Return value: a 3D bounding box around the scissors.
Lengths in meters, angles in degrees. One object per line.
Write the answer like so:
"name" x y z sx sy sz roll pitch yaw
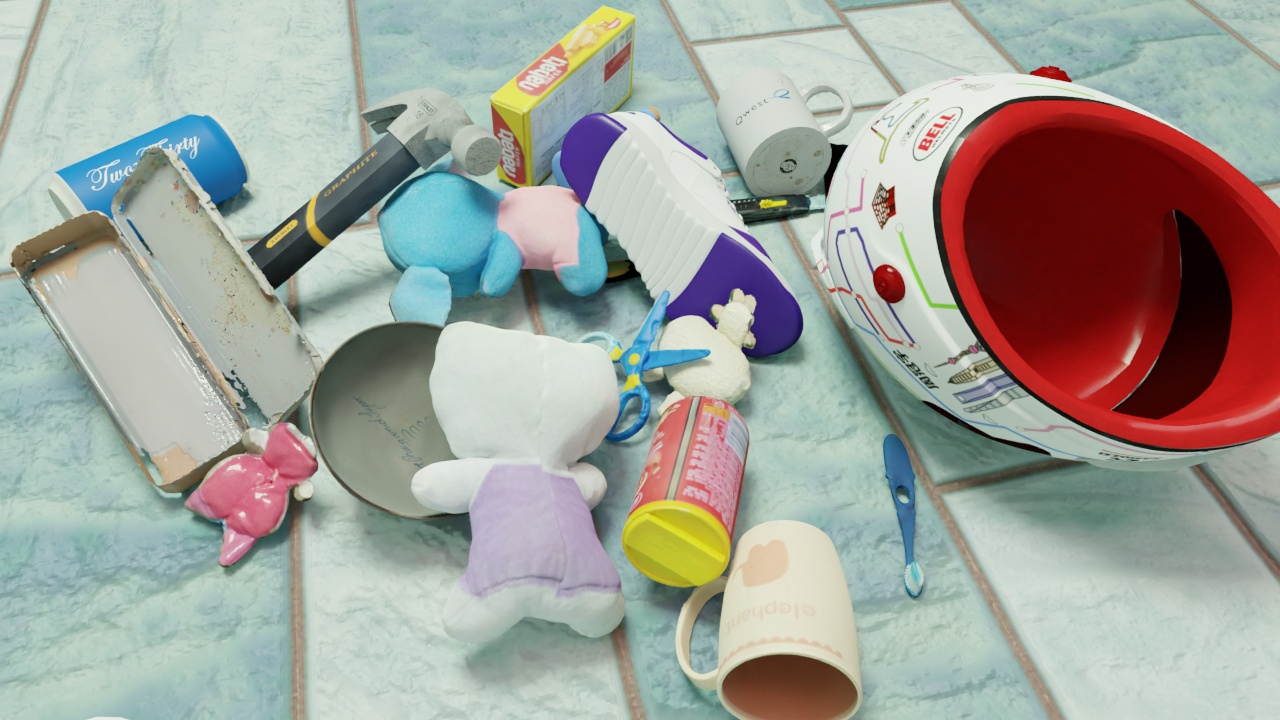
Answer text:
"scissors" -0.007 0.001 0.701 0.131 0.014 0.125 17 76 32

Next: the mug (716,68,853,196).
"mug" 0.141 -0.223 0.869 0.120 0.083 0.096 -26 49 12

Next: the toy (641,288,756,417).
"toy" 0.049 -0.001 0.702 0.112 0.050 0.087 -41 58 -3

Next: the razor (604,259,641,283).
"razor" 0.030 -0.090 0.802 0.144 0.021 0.044 -13 62 -14

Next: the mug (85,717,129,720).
"mug" -0.265 0.245 0.463 0.090 0.076 0.124 -27 55 -23

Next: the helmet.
"helmet" 0.275 -0.059 0.645 0.314 0.236 0.231 38 89 5

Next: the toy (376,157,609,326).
"toy" -0.119 -0.095 0.751 0.191 0.099 0.223 3 39 -5

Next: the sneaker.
"sneaker" 0.045 -0.110 0.760 0.244 0.092 0.110 48 33 -1

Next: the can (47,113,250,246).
"can" -0.429 -0.156 0.806 0.079 0.079 0.145 37 57 26

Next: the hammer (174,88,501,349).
"hammer" -0.258 -0.096 0.715 0.312 0.035 0.139 -42 51 -5

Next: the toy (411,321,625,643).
"toy" -0.073 0.068 0.584 0.137 0.086 0.209 4 62 -22

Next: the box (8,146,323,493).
"box" -0.334 -0.030 0.654 0.157 0.071 0.216 -39 81 8

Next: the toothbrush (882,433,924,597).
"toothbrush" 0.184 0.103 0.642 0.021 0.016 0.132 5 49 -1

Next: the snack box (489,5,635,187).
"snack box" -0.071 -0.259 0.900 0.042 0.092 0.200 24 53 17

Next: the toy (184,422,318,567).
"toy" -0.255 0.086 0.622 0.102 0.050 0.065 -46 73 5

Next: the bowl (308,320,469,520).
"bowl" -0.157 0.049 0.635 0.150 0.057 0.150 16 55 -25

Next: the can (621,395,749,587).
"can" 0.033 0.082 0.603 0.067 0.067 0.124 11 35 7

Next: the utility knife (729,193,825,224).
"utility knife" 0.116 -0.143 0.855 0.233 0.020 0.028 -9 53 -14

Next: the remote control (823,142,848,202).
"remote control" 0.195 -0.152 0.852 0.045 0.021 0.140 9 54 -7

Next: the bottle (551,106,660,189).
"bottle" -0.026 -0.209 0.886 0.048 0.048 0.130 31 55 23

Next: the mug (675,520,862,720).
"mug" 0.075 0.158 0.557 0.112 0.085 0.104 -17 36 22
